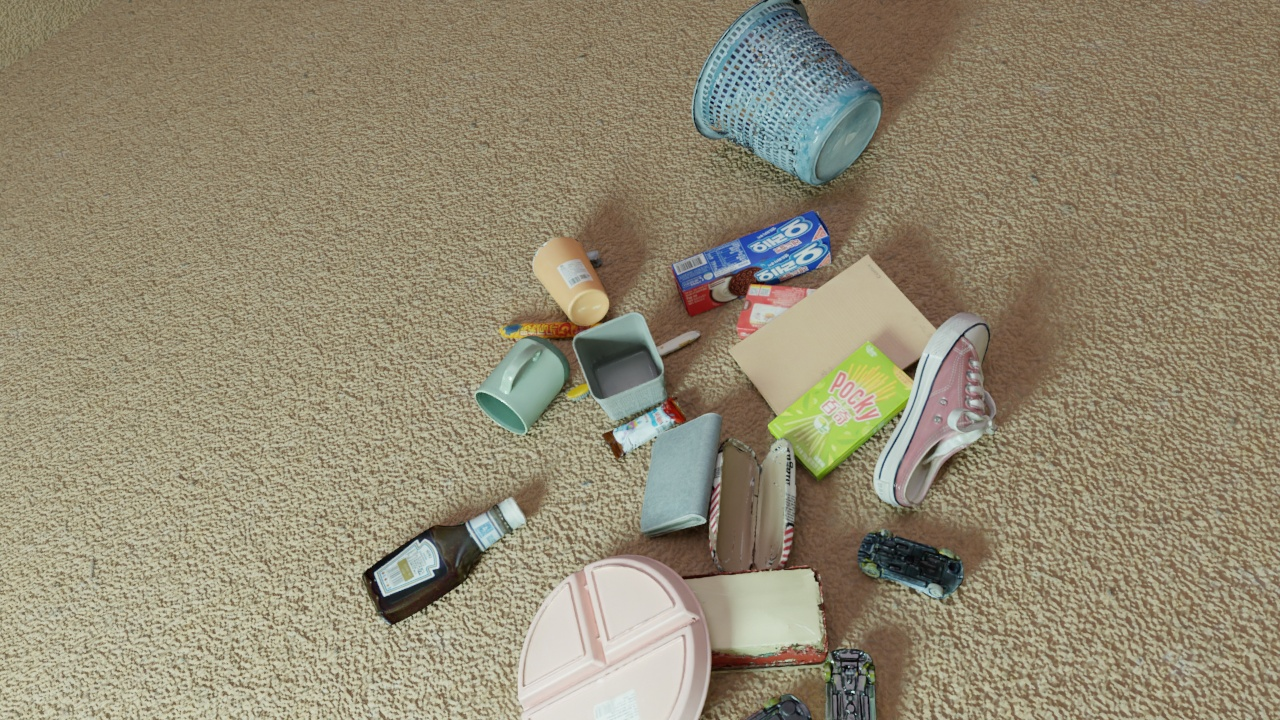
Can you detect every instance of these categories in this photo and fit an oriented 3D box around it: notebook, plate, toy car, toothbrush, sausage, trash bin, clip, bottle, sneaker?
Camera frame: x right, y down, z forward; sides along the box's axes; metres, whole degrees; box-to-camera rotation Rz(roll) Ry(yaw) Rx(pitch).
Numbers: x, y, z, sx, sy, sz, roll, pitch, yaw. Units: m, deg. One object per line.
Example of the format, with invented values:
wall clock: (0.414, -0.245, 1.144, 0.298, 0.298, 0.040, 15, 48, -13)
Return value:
notebook: (0.233, -0.017, 1.102, 0.211, 0.012, 0.149, -34, 61, 0)
plate: (-0.035, 0.303, 0.911, 0.230, 0.028, 0.229, -18, 55, 28)
toy car: (0.200, 0.328, 0.871, 0.048, 0.032, 0.105, -3, 65, 14)
toothbrush: (-0.007, 0.007, 1.184, 0.191, 0.018, 0.016, -26, 53, -6)
sausage: (-0.120, -0.041, 1.248, 0.165, 0.021, 0.021, -1, 54, 16)
trash bin: (0.217, -0.357, 1.280, 0.226, 0.227, 0.195, -39, 66, -13)
toy car: (0.275, 0.209, 0.936, 0.106, 0.031, 0.048, 15, 60, 27)
clip: (-0.084, -0.143, 1.316, 0.058, 0.036, 0.025, -4, 51, 14)
bottle: (-0.224, 0.225, 1.067, 0.194, 0.044, 0.080, -32, 52, -9)
toy car: (0.115, 0.361, 0.870, 0.106, 0.031, 0.049, -34, 53, -6)
sneaker: (0.338, 0.056, 0.986, 0.088, 0.118, 0.240, 12, 63, 45)

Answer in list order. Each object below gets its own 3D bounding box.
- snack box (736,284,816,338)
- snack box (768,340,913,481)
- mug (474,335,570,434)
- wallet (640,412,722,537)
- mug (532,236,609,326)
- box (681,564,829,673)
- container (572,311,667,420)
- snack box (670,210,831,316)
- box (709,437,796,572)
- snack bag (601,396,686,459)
snack box: (0.204, -0.056, 1.159, 0.153, 0.025, 0.075, 7, 58, 21)
snack box: (0.232, 0.056, 1.047, 0.156, 0.026, 0.086, -39, 60, -3)
mug: (-0.146, 0.021, 1.152, 0.082, 0.112, 0.106, 31, 64, 13)
wallet: (0.046, 0.132, 1.039, 0.107, 0.037, 0.129, -28, 40, 45)
mug: (-0.090, -0.105, 1.241, 0.078, 0.078, 0.122, -29, 45, -6)
box: (0.101, 0.260, 0.920, 0.168, 0.078, 0.091, -8, 52, 12)
container: (-0.020, 0.013, 1.109, 0.090, 0.114, 0.090, -21, 69, -1)
snack box: (0.148, -0.129, 1.210, 0.207, 0.058, 0.057, -21, 51, 1)
box: (0.128, 0.154, 0.993, 0.087, 0.076, 0.162, -25, 41, 36)
snack bag: (0.007, 0.081, 1.116, 0.105, 0.026, 0.045, -29, 53, -4)
